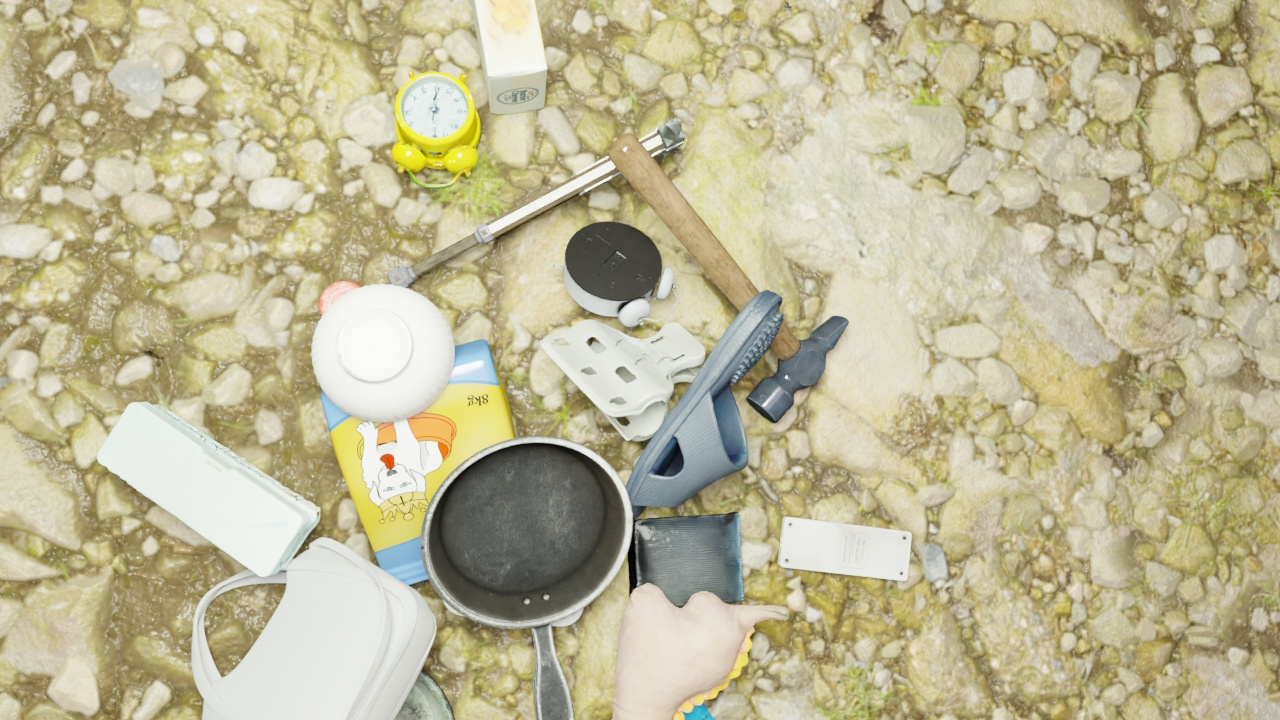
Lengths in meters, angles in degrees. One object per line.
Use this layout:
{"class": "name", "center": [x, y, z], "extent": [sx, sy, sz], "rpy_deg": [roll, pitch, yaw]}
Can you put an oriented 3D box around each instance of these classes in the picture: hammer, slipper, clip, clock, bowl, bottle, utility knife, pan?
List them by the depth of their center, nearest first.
{"class": "bowl", "center": [-0.214, -0.009, 0.754], "extent": [0.118, 0.062, 0.118], "rpy_deg": [1, 83, -8]}
{"class": "slipper", "center": [0.069, 0.061, 0.837], "extent": [0.082, 0.101, 0.264], "rpy_deg": [36, 110, 12]}
{"class": "bottle", "center": [-0.263, -0.041, 0.839], "extent": [0.044, 0.109, 0.044], "rpy_deg": [1, 81, -9]}
{"class": "pan", "center": [-0.092, 0.232, 0.841], "extent": [0.187, 0.055, 0.357], "rpy_deg": [-9, 110, -13]}
{"class": "bowl", "center": [-0.249, 0.348, 0.847], "extent": [0.157, 0.038, 0.157], "rpy_deg": [1, 86, -8]}
{"class": "hammer", "center": [0.078, -0.086, 0.861], "extent": [0.129, 0.040, 0.322], "rpy_deg": [-48, 119, -7]}
{"class": "hammer", "center": [-0.101, -0.147, 0.875], "extent": [0.317, 0.147, 0.028], "rpy_deg": [-28, 94, 2]}
{"class": "clip", "center": [-0.011, 0.018, 0.879], "extent": [0.152, 0.097, 0.126], "rpy_deg": [-7, 42, -42]}
{"class": "clock", "center": [-0.197, -0.220, 0.886], "extent": [0.083, 0.057, 0.118], "rpy_deg": [1, 79, -8]}
{"class": "clock", "center": [-0.019, -0.081, 0.892], "extent": [0.122, 0.035, 0.094], "rpy_deg": [37, 59, 11]}
{"class": "utility knife", "center": [0.039, 0.325, 0.901], "extent": [0.031, 0.015, 0.178], "rpy_deg": [-38, 93, -4]}

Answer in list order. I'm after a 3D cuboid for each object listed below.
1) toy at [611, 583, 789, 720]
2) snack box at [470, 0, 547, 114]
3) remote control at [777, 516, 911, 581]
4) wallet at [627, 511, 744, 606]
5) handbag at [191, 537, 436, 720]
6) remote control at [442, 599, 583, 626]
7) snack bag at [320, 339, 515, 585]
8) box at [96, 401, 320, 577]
{"class": "toy", "center": [0.032, 0.345, 0.859], "extent": [0.196, 0.065, 0.264], "rpy_deg": [5, 89, 3]}
{"class": "snack box", "center": [-0.135, -0.355, 0.882], "extent": [0.057, 0.104, 0.208], "rpy_deg": [-10, 87, -8]}
{"class": "remote control", "center": [0.208, 0.192, 0.935], "extent": [0.135, 0.011, 0.050], "rpy_deg": [8, 85, -7]}
{"class": "wallet", "center": [0.045, 0.197, 0.905], "extent": [0.115, 0.026, 0.089], "rpy_deg": [-4, 85, -8]}
{"class": "handbag", "center": [-0.311, 0.257, 0.794], "extent": [0.223, 0.096, 0.215], "rpy_deg": [16, 61, 21]}
{"class": "remote control", "center": [-0.123, 0.230, 0.886], "extent": [0.136, 0.013, 0.043], "rpy_deg": [8, 85, -7]}
{"class": "snack bag", "center": [-0.188, 0.099, 0.851], "extent": [0.159, 0.102, 0.205], "rpy_deg": [-15, 102, -9]}
{"class": "box", "center": [-0.390, 0.116, 0.824], "extent": [0.199, 0.066, 0.082], "rpy_deg": [31, 65, 7]}
